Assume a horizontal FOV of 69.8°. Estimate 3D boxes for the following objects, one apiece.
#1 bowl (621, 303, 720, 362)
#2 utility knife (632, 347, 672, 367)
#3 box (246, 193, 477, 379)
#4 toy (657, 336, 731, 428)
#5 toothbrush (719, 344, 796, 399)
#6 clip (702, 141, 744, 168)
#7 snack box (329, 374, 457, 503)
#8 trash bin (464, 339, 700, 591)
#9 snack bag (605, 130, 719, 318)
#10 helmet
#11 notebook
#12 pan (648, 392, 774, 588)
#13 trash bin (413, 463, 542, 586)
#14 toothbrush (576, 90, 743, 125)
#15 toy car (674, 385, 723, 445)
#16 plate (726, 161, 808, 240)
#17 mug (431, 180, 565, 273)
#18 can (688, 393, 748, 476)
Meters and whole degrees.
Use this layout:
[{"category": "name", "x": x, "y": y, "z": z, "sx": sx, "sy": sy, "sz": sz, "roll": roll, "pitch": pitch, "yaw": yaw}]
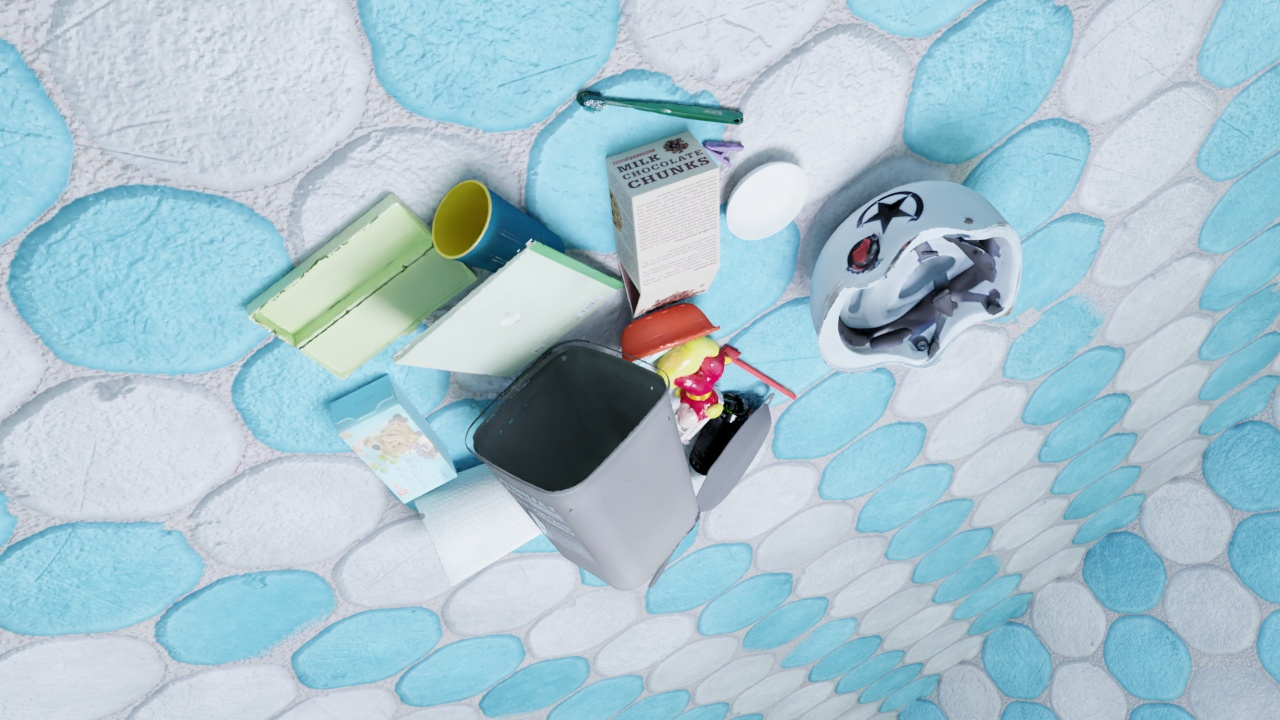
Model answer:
[{"category": "bowl", "x": 0.027, "y": -0.036, "z": 1.095, "sx": 0.130, "sy": 0.045, "sz": 0.130, "roll": -21, "pitch": 179, "yaw": 0}, {"category": "utility knife", "x": -0.007, "y": 0.007, "z": 1.177, "sx": 0.177, "sy": 0.015, "sz": 0.022, "roll": -36, "pitch": 113, "yaw": 11}, {"category": "box", "x": -0.272, "y": -0.067, "z": 0.911, "sx": 0.187, "sy": 0.024, "sz": 0.137, "roll": -36, "pitch": 136, "yaw": 9}, {"category": "toy", "x": 0.075, "y": 0.022, "z": 1.216, "sx": 0.105, "sy": 0.067, "sz": 0.137, "roll": -24, "pitch": 130, "yaw": -10}, {"category": "toothbrush", "x": 0.174, "y": 0.018, "z": 1.307, "sx": 0.018, "sy": 0.012, "sz": 0.212, "roll": -43, "pitch": 141, "yaw": 16}, {"category": "clip", "x": 0.091, "y": -0.225, "z": 0.979, "sx": 0.046, "sy": 0.014, "sz": 0.050, "roll": -35, "pitch": 144, "yaw": 7}, {"category": "snack box", "x": -0.283, "y": 0.095, "z": 1.066, "sx": 0.075, "sy": 0.053, "sz": 0.175, "roll": -26, "pitch": 141, "yaw": -4}, {"category": "trash bin", "x": -0.050, "y": 0.131, "z": 1.073, "sx": 0.197, "sy": 0.197, "sz": 0.220, "roll": -46, "pitch": 134, "yaw": -25}, {"category": "snack bag", "x": 0.028, "y": -0.132, "z": 0.996, "sx": 0.094, "sy": 0.070, "sz": 0.207, "roll": -21, "pitch": 142, "yaw": -12}, {"category": "helmet", "x": 0.316, "y": -0.112, "z": 1.130, "sx": 0.264, "sy": 0.163, "sz": 0.236, "roll": -35, "pitch": 139, "yaw": 17}, {"category": "notebook", "x": -0.125, "y": -0.044, "z": 0.960, "sx": 0.182, "sy": 0.010, "sz": 0.252, "roll": -37, "pitch": 166, "yaw": 12}, {"category": "pan", "x": 0.109, "y": 0.202, "z": 1.358, "sx": 0.355, "sy": 0.024, "sz": 0.216, "roll": -59, "pitch": 164, "yaw": 13}, {"category": "trash bin", "x": -0.195, "y": 0.193, "z": 1.179, "sx": 0.161, "sy": 0.133, "sz": 0.133, "roll": -24, "pitch": 142, "yaw": -16}, {"category": "toothbrush", "x": 0.024, "y": -0.247, "z": 0.906, "sx": 0.189, "sy": 0.017, "sz": 0.016, "roll": -3, "pitch": 135, "yaw": -30}, {"category": "toy car", "x": 0.070, "y": 0.081, "z": 1.294, "sx": 0.039, "sy": 0.039, "sz": 0.113, "roll": 30, "pitch": 115, "yaw": -25}, {"category": "plate", "x": 0.139, "y": -0.186, "z": 1.042, "sx": 0.104, "sy": 0.026, "sz": 0.104, "roll": -17, "pitch": 140, "yaw": -15}, {"category": "mug", "x": -0.135, "y": -0.119, "z": 0.907, "sx": 0.078, "sy": 0.078, "sz": 0.121, "roll": -44, "pitch": 145, "yaw": 18}, {"category": "can", "x": 0.114, "y": 0.110, "z": 1.338, "sx": 0.053, "sy": 0.054, "sz": 0.138, "roll": -5, "pitch": 136, "yaw": -28}]
